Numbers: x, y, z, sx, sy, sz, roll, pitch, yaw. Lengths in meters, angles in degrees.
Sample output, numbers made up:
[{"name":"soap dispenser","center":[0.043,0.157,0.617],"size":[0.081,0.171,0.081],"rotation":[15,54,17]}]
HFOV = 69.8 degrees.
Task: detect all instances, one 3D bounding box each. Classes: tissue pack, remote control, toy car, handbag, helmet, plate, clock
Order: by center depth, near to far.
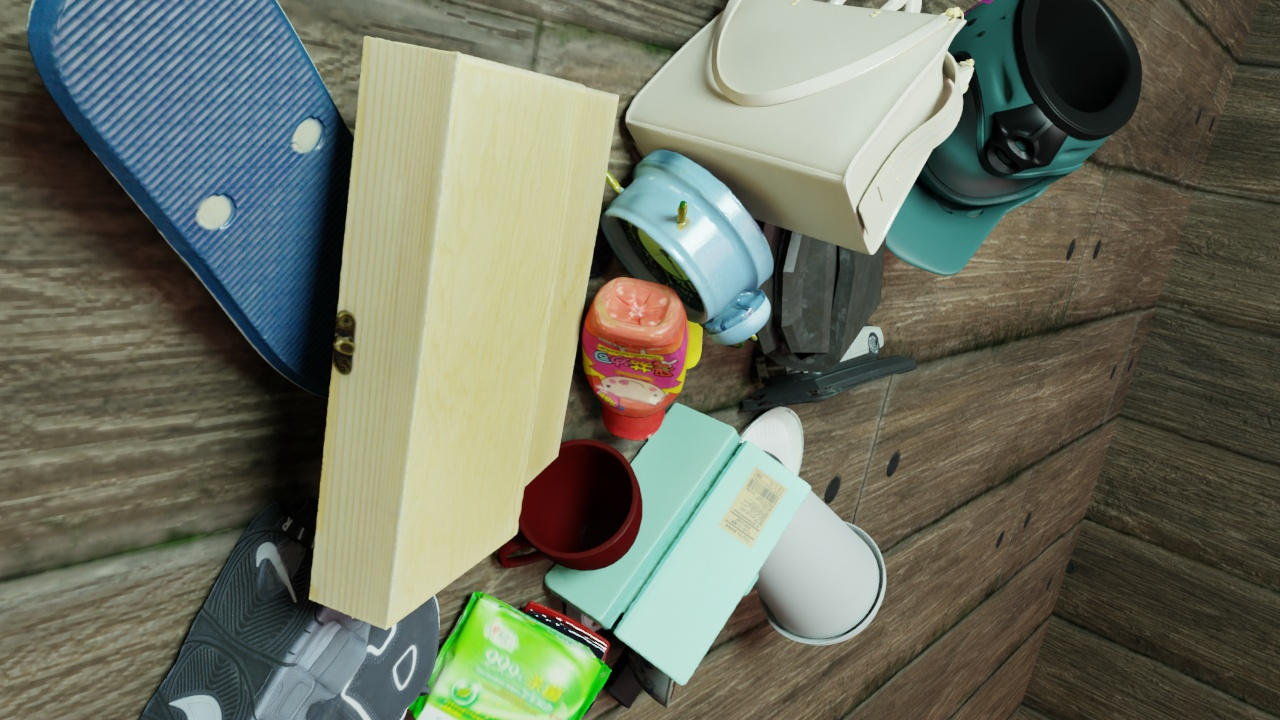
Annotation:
[{"name":"handbag","center":[0.119,-0.188,0.601],"size":[0.197,0.195,0.101],"rotation":[-55,143,-12]},{"name":"clock","center":[0.036,-0.069,0.628],"size":[0.060,0.118,0.162],"rotation":[-44,133,-12]},{"name":"tissue pack","center":[-0.092,0.227,0.635],"size":[0.099,0.114,0.034],"rotation":[-61,-176,-10]},{"name":"toy car","center":[-0.096,0.276,0.672],"size":[0.189,0.081,0.056],"rotation":[-62,-176,-5]},{"name":"handbag","center":[0.129,-0.088,0.743],"size":[0.198,0.102,0.198],"rotation":[-48,142,-50]},{"name":"helmet","center":[0.320,-0.215,0.843],"size":[0.176,0.201,0.273],"rotation":[40,53,-7]},{"name":"remote control","center":[0.019,0.255,0.853],"size":[0.140,0.021,0.045],"rotation":[-54,143,-21]},{"name":"toy car","center":[0.179,-0.002,0.885],"size":[0.191,0.094,0.071],"rotation":[-13,88,-46]},{"name":"plate","center":[0.113,0.119,0.906],"size":[0.156,0.014,0.157],"rotation":[-27,127,-42]}]

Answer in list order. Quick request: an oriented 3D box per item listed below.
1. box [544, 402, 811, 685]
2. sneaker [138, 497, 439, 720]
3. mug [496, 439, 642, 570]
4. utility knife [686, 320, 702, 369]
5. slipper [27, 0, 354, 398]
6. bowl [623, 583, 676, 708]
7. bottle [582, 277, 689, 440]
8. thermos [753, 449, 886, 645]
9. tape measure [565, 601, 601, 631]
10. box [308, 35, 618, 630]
[{"name":"box","center":[0.030,0.135,0.712],"size":[0.186,0.139,0.052],"rotation":[-54,155,-19]},{"name":"sneaker","center":[-0.185,0.208,0.513],"size":[0.150,0.097,0.252],"rotation":[34,75,-56]},{"name":"mug","center":[-0.049,0.120,0.661],"size":[0.114,0.087,0.088],"rotation":[-28,150,-5]},{"name":"utility knife","center":[0.039,-0.074,0.708],"size":[0.028,0.020,0.173],"rotation":[-25,127,-45]},{"name":"slipper","center":[-0.161,-0.068,0.422],"size":[0.118,0.060,0.295],"rotation":[-54,154,-17]},{"name":"bowl","center":[0.018,0.213,0.781],"size":[0.150,0.057,0.150],"rotation":[17,89,-80]},{"name":"bottle","center":[-0.004,0.004,0.642],"size":[0.134,0.071,0.048],"rotation":[92,11,-53]},{"name":"thermos","center":[0.141,0.173,0.863],"size":[0.131,0.132,0.222],"rotation":[-56,135,-16]},{"name":"tape measure","center":[-0.035,0.190,0.750],"size":[0.062,0.020,0.060],"rotation":[-18,127,-47]},{"name":"box","center":[-0.076,-0.027,0.492],"size":[0.253,0.068,0.247],"rotation":[-50,152,-73]}]
